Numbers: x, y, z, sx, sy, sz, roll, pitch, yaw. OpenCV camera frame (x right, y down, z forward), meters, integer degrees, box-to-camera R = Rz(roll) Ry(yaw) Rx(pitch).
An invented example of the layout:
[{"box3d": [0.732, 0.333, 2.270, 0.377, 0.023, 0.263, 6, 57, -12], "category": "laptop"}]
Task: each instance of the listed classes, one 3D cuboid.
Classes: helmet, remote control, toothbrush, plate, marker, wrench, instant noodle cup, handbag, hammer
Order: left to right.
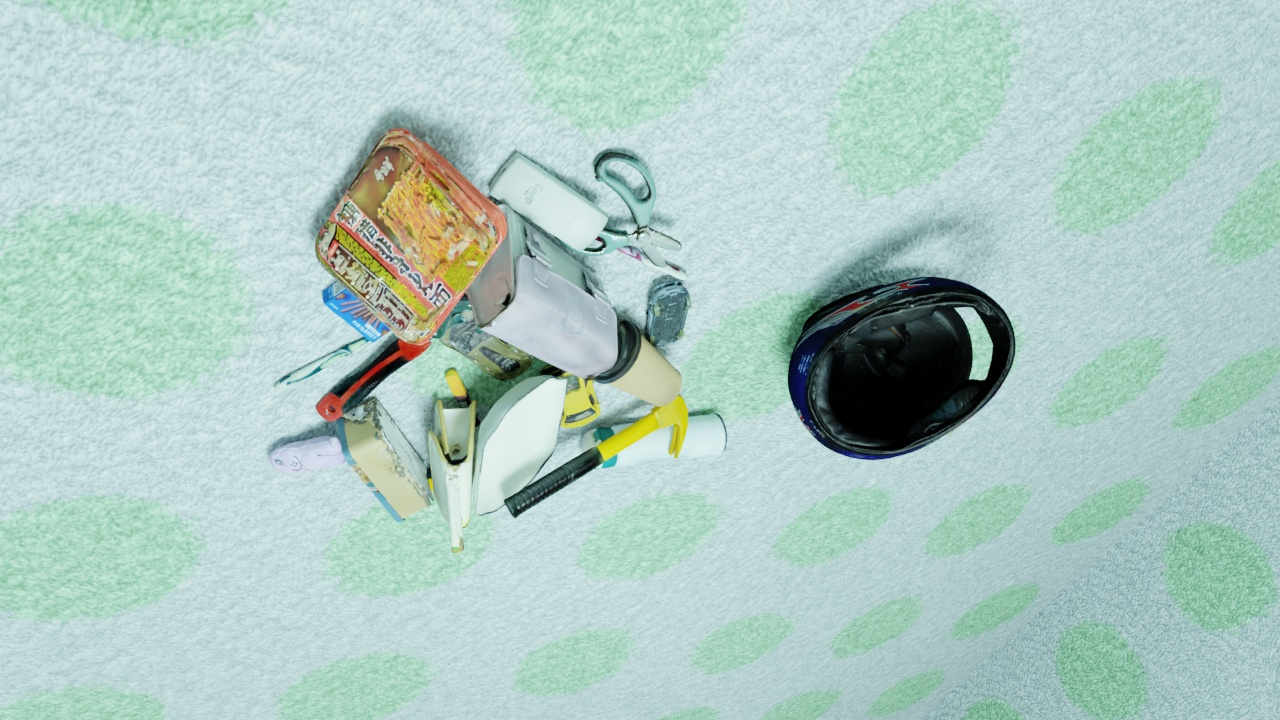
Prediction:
[{"box3d": [-0.361, -0.007, 1.115, 0.191, 0.018, 0.016, -28, 140, 2], "category": "toothbrush"}, {"box3d": [-0.299, -0.001, 1.133, 0.274, 0.016, 0.056, -31, 113, 17], "category": "wrench"}, {"box3d": [-0.232, -0.132, 0.960, 0.189, 0.164, 0.079, -47, 179, 25], "category": "instant noodle cup"}, {"box3d": [-0.251, 0.160, 1.222, 0.063, 0.178, 0.164, 1, 140, -9], "category": "handbag"}, {"box3d": [-0.240, 0.053, 1.245, 0.018, 0.015, 0.124, -4, 142, 6], "category": "marker"}, {"box3d": [-0.173, 0.112, 1.247, 0.161, 0.034, 0.266, -40, 160, -33], "category": "plate"}, {"box3d": [-0.112, -0.072, 1.063, 0.099, 0.144, 0.197, -29, 146, 21], "category": "handbag"}, {"box3d": [-0.102, -0.178, 1.043, 0.135, 0.019, 0.056, 30, 116, -29], "category": "remote control"}, {"box3d": [-0.060, 0.138, 1.331, 0.300, 0.033, 0.129, -30, 110, -12], "category": "hammer"}, {"box3d": [-0.004, -0.137, 1.163, 0.187, 0.016, 0.017, 20, 113, -40], "category": "toothbrush"}, {"box3d": [0.369, 0.003, 1.326, 0.316, 0.247, 0.240, -31, -177, 17], "category": "helmet"}]

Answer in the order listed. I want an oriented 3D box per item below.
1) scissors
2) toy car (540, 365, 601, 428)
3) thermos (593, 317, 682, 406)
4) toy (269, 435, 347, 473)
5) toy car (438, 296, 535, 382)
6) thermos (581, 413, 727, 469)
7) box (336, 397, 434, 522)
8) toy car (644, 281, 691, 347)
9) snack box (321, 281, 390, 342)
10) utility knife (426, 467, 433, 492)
[{"box3d": [-0.012, -0.177, 1.087, 0.177, 0.019, 0.170, 14, 120, -20], "category": "scissors"}, {"box3d": [-0.094, 0.050, 1.296, 0.071, 0.041, 0.156, -18, 141, -7], "category": "toy car"}, {"box3d": [-0.007, 0.007, 1.251, 0.093, 0.093, 0.143, -40, 135, 17], "category": "thermos"}, {"box3d": [-0.428, 0.125, 1.198, 0.108, 0.038, 0.084, -12, 150, 5], "category": "toy"}, {"box3d": [-0.199, -0.025, 1.164, 0.070, 0.042, 0.158, -38, 136, 14], "category": "toy car"}, {"box3d": [0.020, 0.127, 1.417, 0.224, 0.073, 0.073, -5, 136, -22], "category": "thermos"}, {"box3d": [-0.336, 0.139, 1.228, 0.062, 0.089, 0.184, -23, 135, -5], "category": "box"}, {"box3d": [0.035, -0.061, 1.249, 0.054, 0.036, 0.121, -15, 149, -14], "category": "toy car"}, {"box3d": [-0.278, -0.090, 1.062, 0.157, 0.026, 0.084, -32, 139, 8], "category": "snack box"}, {"box3d": [-0.290, 0.208, 1.383, 0.033, 0.015, 0.174, -15, 140, -4], "category": "utility knife"}]
